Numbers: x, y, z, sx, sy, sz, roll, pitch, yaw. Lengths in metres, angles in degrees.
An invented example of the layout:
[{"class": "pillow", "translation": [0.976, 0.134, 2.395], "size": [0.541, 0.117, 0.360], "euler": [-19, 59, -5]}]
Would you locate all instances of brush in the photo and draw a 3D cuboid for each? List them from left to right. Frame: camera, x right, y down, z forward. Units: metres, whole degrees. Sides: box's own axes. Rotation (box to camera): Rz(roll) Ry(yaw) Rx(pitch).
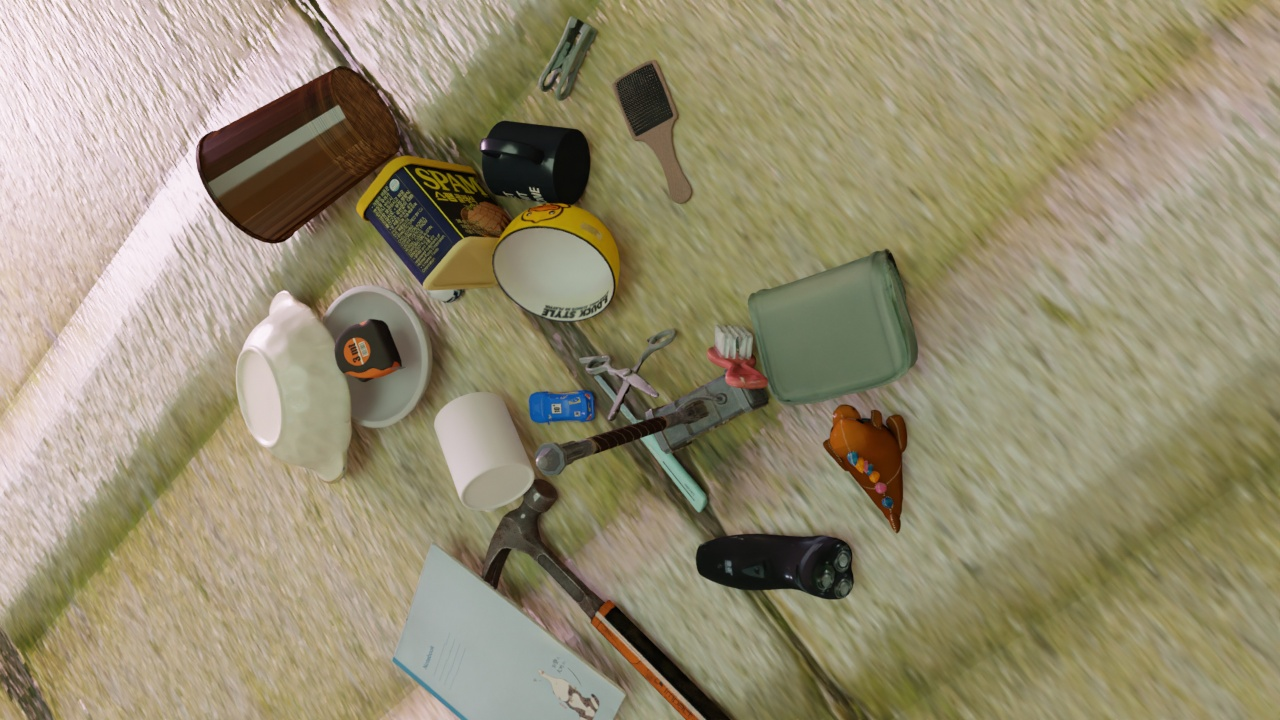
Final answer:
[{"class": "brush", "translation": [0.015, -0.208, 0.847], "size": [0.050, 0.015, 0.135], "euler": [-23, 84, 23]}, {"class": "brush", "translation": [0.079, -0.006, 0.752], "size": [0.041, 0.172, 0.030], "euler": [2, 99, -1]}]

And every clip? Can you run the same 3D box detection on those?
[{"class": "clip", "translation": [-0.070, -0.288, 0.876], "size": [0.042, 0.023, 0.076], "euler": [33, 104, 21]}]

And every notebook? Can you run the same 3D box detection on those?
[{"class": "notebook", "translation": [-0.144, 0.324, 0.942], "size": [0.253, 0.009, 0.181], "euler": [32, 118, 19]}]

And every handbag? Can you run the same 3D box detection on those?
[{"class": "handbag", "translation": [0.163, -0.025, 0.764], "size": [0.122, 0.067, 0.106], "euler": [-17, 88, 25]}]

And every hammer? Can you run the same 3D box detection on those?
[{"class": "hammer", "translation": [-0.030, 0.270, 0.893], "size": [0.314, 0.035, 0.138], "euler": [42, 110, 16]}, {"class": "hammer", "translation": [0.005, 0.051, 0.702], "size": [0.099, 0.321, 0.044], "euler": [-30, 82, 23]}]

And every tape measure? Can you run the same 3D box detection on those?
[{"class": "tape measure", "translation": [-0.277, -0.008, 0.935], "size": [0.059, 0.038, 0.058], "euler": [-24, 84, 11]}]

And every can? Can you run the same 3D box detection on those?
[{"class": "can", "translation": [-0.184, -0.128, 0.879], "size": [0.075, 0.135, 0.104], "euler": [-45, 78, 20]}]

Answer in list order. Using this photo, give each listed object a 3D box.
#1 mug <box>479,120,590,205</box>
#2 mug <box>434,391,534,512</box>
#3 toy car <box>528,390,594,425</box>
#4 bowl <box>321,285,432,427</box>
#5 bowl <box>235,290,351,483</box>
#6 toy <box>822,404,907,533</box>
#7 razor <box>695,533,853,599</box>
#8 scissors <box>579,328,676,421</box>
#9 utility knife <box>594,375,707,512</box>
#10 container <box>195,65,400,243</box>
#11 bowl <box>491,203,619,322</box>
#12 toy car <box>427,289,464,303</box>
[{"class": "mug", "translation": [-0.105, -0.187, 0.853], "size": [0.077, 0.105, 0.071], "euler": [13, 93, 23]}, {"class": "mug", "translation": [-0.156, 0.100, 0.911], "size": [0.111, 0.073, 0.090], "euler": [103, 146, -48]}, {"class": "toy car", "translation": [-0.080, 0.047, 0.883], "size": [0.092, 0.061, 0.033], "euler": [-3, 92, 25]}, {"class": "bowl", "translation": [-0.275, -0.005, 0.979], "size": [0.150, 0.043, 0.149], "euler": [2, 95, 25]}, {"class": "bowl", "translation": [-0.385, 0.035, 0.990], "size": [0.189, 0.060, 0.219], "euler": [-24, 84, 46]}, {"class": "toy", "translation": [0.186, 0.088, 0.745], "size": [0.071, 0.090, 0.103], "euler": [-24, 63, 24]}, {"class": "razor", "translation": [0.114, 0.180, 0.803], "size": [0.141, 0.063, 0.053], "euler": [-4, 91, 24]}, {"class": "scissors", "translation": [-0.021, 0.014, 0.827], "size": [0.158, 0.141, 0.014], "euler": [-8, 119, 41]}, {"class": "utility knife", "translation": [0.009, 0.074, 0.872], "size": [0.165, 0.015, 0.022], "euler": [50, 143, 14]}, {"class": "container", "translation": [-0.349, -0.219, 0.957], "size": [0.167, 0.132, 0.132], "euler": [-26, 83, 18]}, {"class": "bowl", "translation": [-0.073, -0.100, 0.856], "size": [0.117, 0.067, 0.117], "euler": [8, 138, 7]}, {"class": "toy car", "translation": [-0.216, -0.101, 0.954], "size": [0.039, 0.027, 0.089], "euler": [-33, 80, 21]}]
